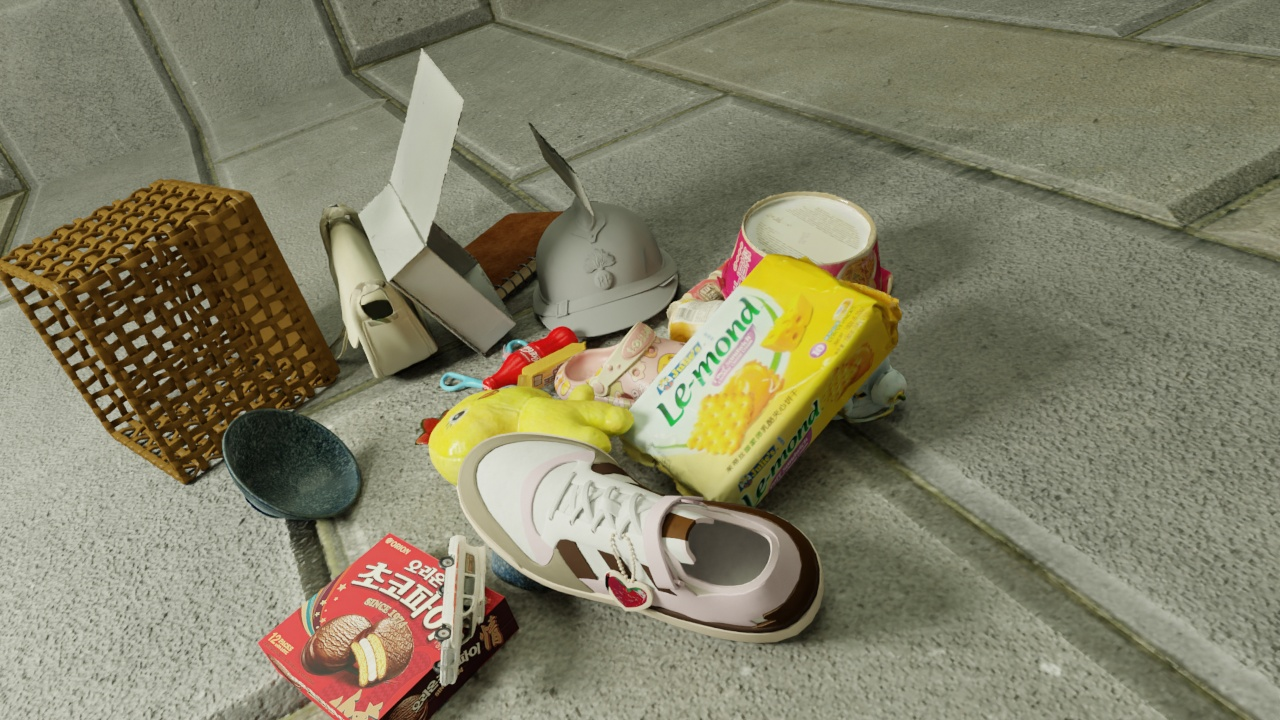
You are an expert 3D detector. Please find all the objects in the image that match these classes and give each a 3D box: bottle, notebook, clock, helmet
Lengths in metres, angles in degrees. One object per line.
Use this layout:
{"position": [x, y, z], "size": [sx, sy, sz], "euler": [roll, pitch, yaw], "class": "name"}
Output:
{"position": [0.084, -0.029, 0.933], "size": [0.109, 0.063, 0.062], "euler": [8, 40, 33], "class": "bottle"}
{"position": [-0.120, 0.002, 0.990], "size": [0.036, 0.036, 0.118], "euler": [18, 39, 42], "class": "bottle"}
{"position": [-0.185, -0.144, 1.260], "size": [0.168, 0.024, 0.224], "euler": [5, 38, 36], "class": "notebook"}
{"position": [0.190, 0.017, 0.823], "size": [0.083, 0.057, 0.117], "euler": [-15, 39, 1], "class": "clock"}
{"position": [-0.057, -0.137, 1.107], "size": [0.183, 0.118, 0.271], "euler": [-17, 28, -1], "class": "helmet"}
{"position": [0.078, -0.072, 1.021], "size": [0.044, 0.044, 0.108], "euler": [19, 47, 43], "class": "bottle"}

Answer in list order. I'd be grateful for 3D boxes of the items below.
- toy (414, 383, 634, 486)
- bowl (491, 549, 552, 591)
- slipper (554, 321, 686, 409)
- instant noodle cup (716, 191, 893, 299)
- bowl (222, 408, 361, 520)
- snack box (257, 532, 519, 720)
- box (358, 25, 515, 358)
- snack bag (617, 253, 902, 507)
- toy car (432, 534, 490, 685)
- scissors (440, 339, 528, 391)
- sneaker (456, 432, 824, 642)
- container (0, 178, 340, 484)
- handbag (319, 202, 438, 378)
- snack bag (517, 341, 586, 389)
{"position": [-0.106, 0.068, 0.822], "size": [0.208, 0.092, 0.133], "euler": [-13, 17, 33], "class": "toy"}
{"position": [-0.079, 0.134, 0.763], "size": [0.110, 0.055, 0.110], "euler": [-12, 33, 8], "class": "bowl"}
{"position": [-0.005, 0.005, 0.905], "size": [0.198, 0.081, 0.093], "euler": [1, 37, 29], "class": "slipper"}
{"position": [0.174, -0.111, 0.965], "size": [0.178, 0.078, 0.178], "euler": [-2, 42, 1], "class": "instant noodle cup"}
{"position": [-0.347, 0.116, 0.890], "size": [0.057, 0.137, 0.137], "euler": [-50, 23, 23], "class": "bowl"}
{"position": [-0.196, 0.213, 0.710], "size": [0.152, 0.036, 0.132], "euler": [15, 44, 40], "class": "snack box"}
{"position": [-0.215, -0.182, 1.025], "size": [0.164, 0.331, 0.167], "euler": [-3, 35, -29], "class": "box"}
{"position": [0.103, 0.019, 0.782], "size": [0.247, 0.068, 0.159], "euler": [-48, 35, -3], "class": "snack bag"}
{"position": [-0.129, 0.178, 0.666], "size": [0.039, 0.039, 0.113], "euler": [2, 31, -11], "class": "toy car"}
{"position": [-0.171, 0.020, 1.020], "size": [0.130, 0.015, 0.135], "euler": [-10, 30, 8], "class": "scissors"}
{"position": [-0.019, 0.114, 0.648], "size": [0.294, 0.116, 0.111], "euler": [19, 70, 23], "class": "sneaker"}
{"position": [-0.534, -0.044, 1.054], "size": [0.220, 0.252, 0.213], "euler": [15, 43, 39], "class": "container"}
{"position": [-0.333, -0.065, 1.080], "size": [0.131, 0.184, 0.229], "euler": [-29, 46, -12], "class": "handbag"}
{"position": [-0.092, 0.008, 0.977], "size": [0.020, 0.026, 0.099], "euler": [30, 41, 33], "class": "snack bag"}
